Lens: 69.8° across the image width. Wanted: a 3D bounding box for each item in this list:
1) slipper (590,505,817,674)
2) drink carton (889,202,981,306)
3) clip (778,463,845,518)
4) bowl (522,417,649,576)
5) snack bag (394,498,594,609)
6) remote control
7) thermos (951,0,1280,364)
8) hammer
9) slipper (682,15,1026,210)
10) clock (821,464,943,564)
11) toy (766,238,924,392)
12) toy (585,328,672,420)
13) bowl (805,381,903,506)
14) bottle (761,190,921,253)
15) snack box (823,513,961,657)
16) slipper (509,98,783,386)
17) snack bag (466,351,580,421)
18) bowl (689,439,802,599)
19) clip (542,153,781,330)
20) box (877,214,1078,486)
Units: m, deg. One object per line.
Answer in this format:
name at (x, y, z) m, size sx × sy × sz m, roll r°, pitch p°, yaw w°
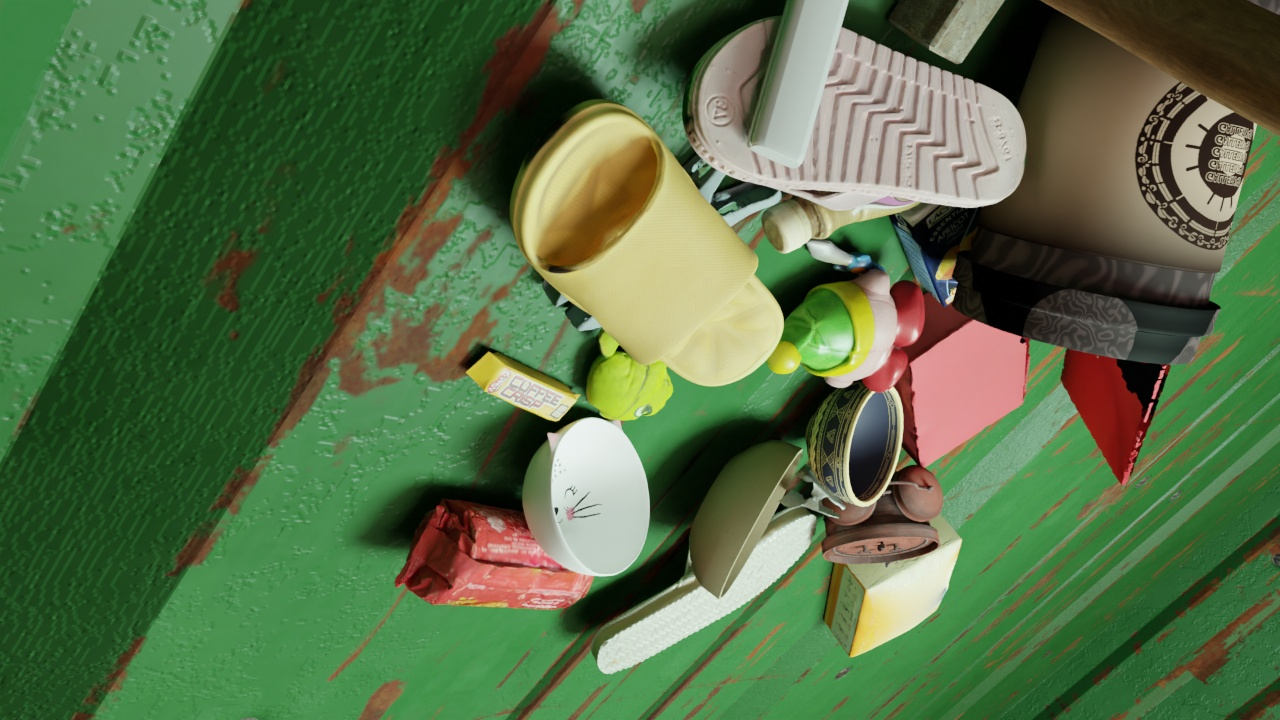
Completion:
slipper at (0.060, 0.218, 0.918) m, size 0.262 × 0.052 × 0.115 m, roll -29°, pitch 141°, yaw -16°
drink carton at (0.239, -0.102, 0.721) m, size 0.064 × 0.040 × 0.130 m, roll -40°, pitch 143°, yaw 5°
clip at (0.161, 0.120, 0.850) m, size 0.056 × 0.056 × 0.102 m, roll -5°, pitch 178°, yaw 17°
bowl at (-0.047, 0.103, 0.678) m, size 0.051 × 0.114 × 0.114 m, roll -14°, pitch 156°, yaw 34°
snack bag at (-0.097, 0.151, 0.699) m, size 0.176 × 0.082 × 0.082 m, roll 20°, pitch 117°, yaw -48°
remote control at (0.089, -0.169, 0.490) m, size 0.033 × 0.012 × 0.131 m, roll 18°, pitch 85°, yaw -21°
thermos at (0.321, -0.129, 0.620) m, size 0.172 × 0.173 × 0.226 m, roll -2°, pitch 110°, yaw -36°
hammer at (0.270, -0.173, 0.451) m, size 0.037 × 0.300 × 0.158 m, roll 5°, pitch 127°, yaw -41°
slipper at (0.126, -0.140, 0.553) m, size 0.239 × 0.064 × 0.094 m, roll 3°, pitch 89°, yaw -25°
clock at (0.243, 0.156, 0.939) m, size 0.120 × 0.072 × 0.158 m, roll -4°, pitch 154°, yaw 2°
toy at (0.155, -0.025, 0.704) m, size 0.131 × 0.096 × 0.124 m, roll 10°, pitch 125°, yaw -15°
toy at (-0.004, 0.004, 0.650) m, size 0.094 × 0.036 × 0.094 m, roll 28°, pitch 107°, yaw -44°
bowl at (0.188, 0.071, 0.840) m, size 0.112 × 0.061 × 0.112 m, roll -16°, pitch 111°, yaw -48°
bottle at (0.159, -0.123, 0.618) m, size 0.166 × 0.059 × 0.060 m, roll -29°, pitch 143°, yaw -8°
snack box at (0.324, 0.290, 1.177) m, size 0.145 × 0.080 × 0.196 m, roll -24°, pitch 141°, yaw -15°
slipper at (0.021, -0.041, 0.541) m, size 0.099 × 0.078 × 0.263 m, roll -39°, pitch 143°, yaw 10°
snack bag at (-0.076, 0.019, 0.621) m, size 0.026 × 0.020 × 0.099 m, roll -46°, pitch 142°, yaw 10°
bowl at (0.086, 0.133, 0.817) m, size 0.152 × 0.050 × 0.152 m, roll -54°, pitch 163°, yaw -25°
clip at (0.020, -0.073, 0.592) m, size 0.163 × 0.028 × 0.112 m, roll -38°, pitch 144°, yaw 5°
box at (0.279, -0.079, 0.932) m, size 0.198 × 0.351 × 0.217 m, roll -30°, pitch 144°, yaw -1°
